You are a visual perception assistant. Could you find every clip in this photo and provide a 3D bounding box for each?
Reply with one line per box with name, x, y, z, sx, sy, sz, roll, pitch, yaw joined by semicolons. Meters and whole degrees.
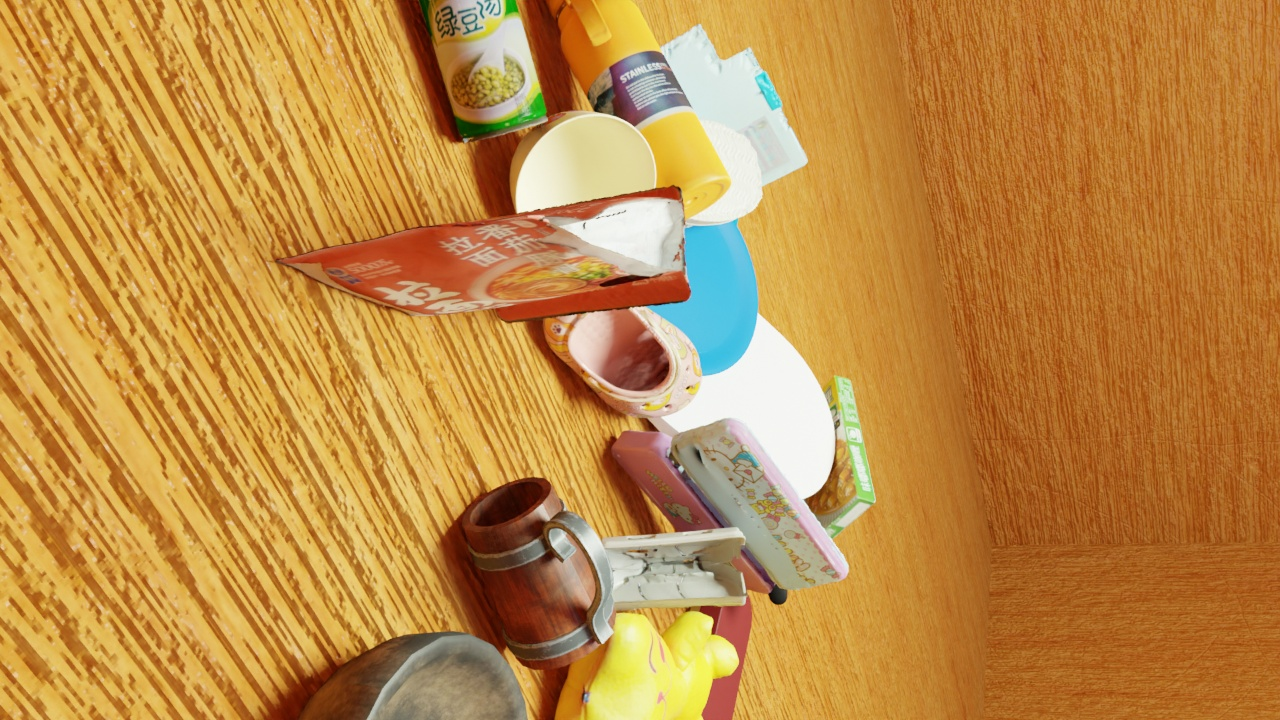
clip;0.028;0.190;0.800;0.152;0.126;0.105;84;4;-64

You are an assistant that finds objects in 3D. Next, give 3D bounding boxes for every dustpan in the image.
dustpan;0.101;0.045;0.980;0.257;0.053;0.191;40;53;-19

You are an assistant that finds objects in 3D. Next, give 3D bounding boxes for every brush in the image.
brush;0.071;0.301;0.935;0.082;0.042;0.173;63;33;-36

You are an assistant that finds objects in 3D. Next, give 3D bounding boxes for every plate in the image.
plate;0.035;-0.091;0.920;0.224;0.024;0.224;17;64;-39

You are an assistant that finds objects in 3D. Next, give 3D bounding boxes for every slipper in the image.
slipper;-0.005;0.005;0.781;0.197;0.093;0.081;38;8;-48
slipper;0.018;-0.181;0.880;0.272;0.054;0.114;-10;85;-45

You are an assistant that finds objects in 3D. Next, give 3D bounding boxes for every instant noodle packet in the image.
instant noodle packet;-0.086;-0.071;0.567;0.220;0.165;0.084;-4;90;-64

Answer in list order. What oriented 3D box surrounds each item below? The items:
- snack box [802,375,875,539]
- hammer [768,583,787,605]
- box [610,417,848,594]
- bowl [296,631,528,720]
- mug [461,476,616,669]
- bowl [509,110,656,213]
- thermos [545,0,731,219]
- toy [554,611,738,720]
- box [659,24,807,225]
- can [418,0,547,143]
snack box;0.211;0.122;1.059;0.027;0.132;0.167;14;48;-17
hammer;0.158;0.190;1.060;0.323;0.029;0.127;-60;137;-73
box;0.081;0.136;0.832;0.214;0.152;0.040;52;46;-26
bowl;-0.134;0.233;0.508;0.162;0.070;0.162;23;64;-60
mug;-0.060;0.146;0.631;0.081;0.118;0.111;-37;115;-39
bowl;-0.056;-0.149;0.734;0.074;0.118;0.118;49;-7;48
thermos;-0.006;-0.235;0.778;0.232;0.076;0.092;63;-19;9
toy;0.002;0.267;0.761;0.193;0.087;0.134;28;77;-55
box;0.073;-0.247;1.008;0.168;0.086;0.227;-50;133;-10
can;-0.113;-0.222;0.654;0.067;0.067;0.121;-44;124;-58
